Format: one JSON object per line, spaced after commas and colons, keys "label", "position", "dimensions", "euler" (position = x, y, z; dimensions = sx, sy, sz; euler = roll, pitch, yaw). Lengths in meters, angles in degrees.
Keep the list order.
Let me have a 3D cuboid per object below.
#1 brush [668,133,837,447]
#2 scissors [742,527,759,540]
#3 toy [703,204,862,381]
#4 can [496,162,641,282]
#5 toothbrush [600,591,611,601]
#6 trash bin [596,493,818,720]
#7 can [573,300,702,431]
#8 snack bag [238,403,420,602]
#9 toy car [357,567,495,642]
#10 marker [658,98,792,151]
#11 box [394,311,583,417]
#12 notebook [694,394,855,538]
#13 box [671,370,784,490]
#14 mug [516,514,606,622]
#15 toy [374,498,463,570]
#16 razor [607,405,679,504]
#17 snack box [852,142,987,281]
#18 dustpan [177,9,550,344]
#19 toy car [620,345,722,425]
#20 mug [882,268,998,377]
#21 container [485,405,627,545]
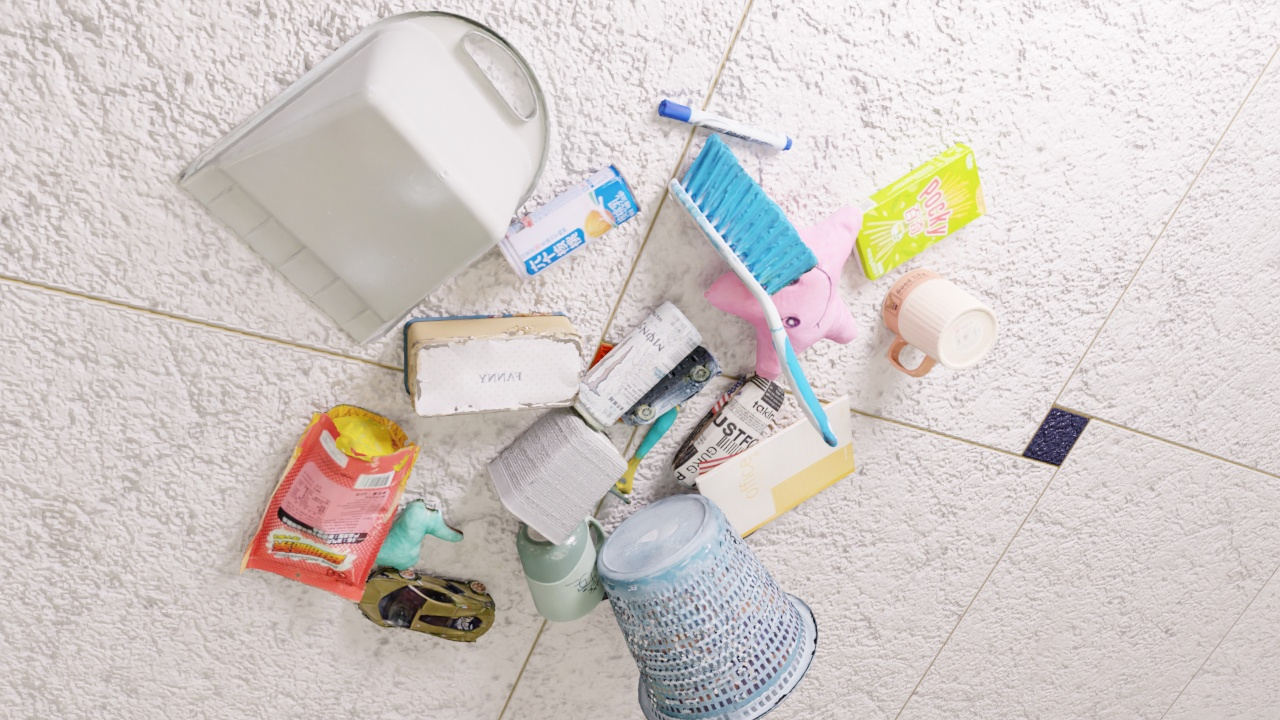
{"label": "brush", "position": [0.133, -0.066, 0.899], "dimensions": [0.109, 0.060, 0.314], "euler": [-39, 91, 12]}
{"label": "scissors", "position": [0.169, 0.161, 1.136], "dimensions": [0.177, 0.014, 0.159], "euler": [18, 109, -30]}
{"label": "toy", "position": [0.150, -0.068, 0.967], "dimensions": [0.178, 0.074, 0.195], "euler": [-6, 114, -13]}
{"label": "can", "position": [-0.068, -0.128, 0.863], "dimensions": [0.134, 0.053, 0.053], "euler": [-32, 124, -2]}
{"label": "toothbrush", "position": [0.001, 0.274, 1.131], "dimensions": [0.189, 0.016, 0.014], "euler": [-20, 116, -8]}
{"label": "trash bin", "position": [0.059, 0.267, 1.030], "dimensions": [0.226, 0.226, 0.195], "euler": [-29, 108, -5]}
{"label": "can", "position": [-0.006, 0.006, 0.957], "dimensions": [0.147, 0.058, 0.058], "euler": [-42, 123, 4]}
{"label": "snack bag", "position": [-0.307, 0.149, 0.917], "dimensions": [0.128, 0.073, 0.208], "euler": [20, 113, -21]}
{"label": "toy car", "position": [-0.238, 0.275, 1.024], "dimensions": [0.158, 0.042, 0.070], "euler": [20, 108, -26]}
{"label": "marker", "position": [0.085, -0.227, 0.892], "dimensions": [0.145, 0.017, 0.017], "euler": [9, 113, -25]}
{"label": "box", "position": [-0.150, 0.004, 0.901], "dimensions": [0.184, 0.060, 0.090], "euler": [-1, 116, -19]}
{"label": "notebook", "position": [0.167, 0.136, 1.096], "dimensions": [0.206, 0.010, 0.146], "euler": [-28, 134, -10]}
{"label": "box", "position": [0.101, 0.084, 1.045], "dimensions": [0.164, 0.055, 0.070], "euler": [-52, 144, 10]}
{"label": "mug", "position": [-0.081, 0.219, 1.036], "dimensions": [0.111, 0.082, 0.106], "euler": [-38, 129, -36]}
{"label": "toy", "position": [-0.242, 0.188, 0.980], "dimensions": [0.096, 0.030, 0.092], "euler": [27, 106, -26]}
{"label": "razor", "position": [0.005, 0.101, 1.030], "dimensions": [0.043, 0.028, 0.133], "euler": [34, 106, 0]}
{"label": "snack box", "position": [0.302, -0.162, 1.005], "dimensions": [0.156, 0.026, 0.086], "euler": [-31, 124, -4]}
{"label": "dustpan", "position": [-0.212, -0.173, 0.810], "dimensions": [0.258, 0.142, 0.223], "euler": [-22, 128, 26]}
{"label": "toy car", "position": [0.030, 0.030, 0.986], "dimensions": [0.120, 0.054, 0.037], "euler": [-34, 122, -1]}
{"label": "mug", "position": [0.329, -0.034, 1.037], "dimensions": [0.081, 0.106, 0.115], "euler": [24, 106, -30]}
{"label": "container", "position": [-0.086, 0.114, 0.968], "dimensions": [0.114, 0.090, 0.090], "euler": [-45, 124, 2]}
